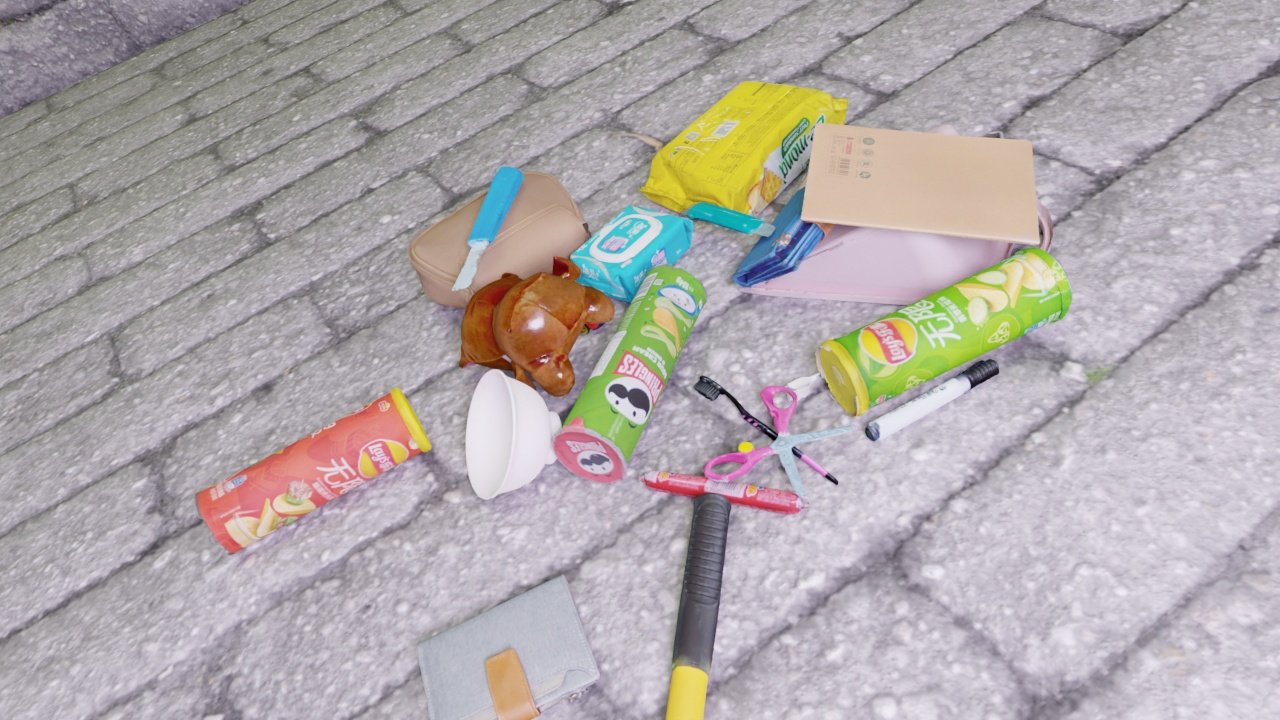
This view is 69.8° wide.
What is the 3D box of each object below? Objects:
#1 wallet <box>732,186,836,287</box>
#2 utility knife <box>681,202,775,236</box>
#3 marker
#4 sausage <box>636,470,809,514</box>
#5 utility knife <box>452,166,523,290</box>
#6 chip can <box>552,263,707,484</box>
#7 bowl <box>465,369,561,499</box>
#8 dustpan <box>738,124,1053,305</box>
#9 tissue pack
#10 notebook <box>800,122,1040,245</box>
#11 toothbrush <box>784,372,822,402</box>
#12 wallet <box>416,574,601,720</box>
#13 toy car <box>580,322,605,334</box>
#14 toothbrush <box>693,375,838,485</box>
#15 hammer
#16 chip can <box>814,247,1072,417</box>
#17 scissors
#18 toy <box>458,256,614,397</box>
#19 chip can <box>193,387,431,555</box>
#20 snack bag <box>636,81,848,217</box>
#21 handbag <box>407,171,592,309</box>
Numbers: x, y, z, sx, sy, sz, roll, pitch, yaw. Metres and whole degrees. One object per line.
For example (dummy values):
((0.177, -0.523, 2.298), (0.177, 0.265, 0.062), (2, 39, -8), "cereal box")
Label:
((0.158, -0.133, 0.929), (0.132, 0.040, 0.106), (-52, 14, -19), "wallet")
((0.094, -0.150, 0.983), (0.029, 0.013, 0.176), (-37, 29, -10), "utility knife")
((0.250, 0.034, 0.789), (0.130, 0.018, 0.022), (-27, 15, -8), "marker")
((0.067, 0.110, 0.776), (0.156, 0.020, 0.020), (6, 47, 27), "sausage")
((-0.170, -0.148, 1.013), (0.034, 0.018, 0.217), (4, 46, 9), "utility knife")
((-0.005, 0.005, 0.881), (0.072, 0.072, 0.235), (4, 46, 26), "chip can")
((-0.111, 0.069, 0.847), (0.064, 0.118, 0.118), (5, 30, -30), "bowl")
((0.270, -0.126, 0.964), (0.274, 0.139, 0.221), (-16, 33, 51), "dustpan")
((-0.009, -0.125, 1.044), (0.093, 0.050, 0.133), (20, 54, 38), "tissue pack")
((0.262, -0.170, 0.863), (0.208, 0.008, 0.147), (8, 51, 10), "notebook")
((0.213, -0.006, 0.851), (0.180, 0.016, 0.016), (-26, 43, -10), "toothbrush")
((-0.103, 0.230, 0.699), (0.129, 0.037, 0.106), (-24, 40, -5), "wallet")
((-0.084, -0.053, 1.010), (0.106, 0.031, 0.049), (0, 45, 19), "toy car")
((0.107, 0.061, 0.819), (0.017, 0.014, 0.189), (-42, 44, -9), "toothbrush")
((0.035, 0.222, 0.656), (0.129, 0.033, 0.299), (-4, 43, 17), "hammer")
((0.268, -0.027, 0.806), (0.221, 0.073, 0.072), (-25, 41, -5), "chip can")
((0.117, 0.069, 0.783), (0.133, 0.017, 0.133), (-15, 39, 8), "scissors")
((-0.112, -0.033, 0.919), (0.200, 0.130, 0.140), (5, 60, 51), "toy")
((-0.316, 0.106, 0.897), (0.216, 0.073, 0.073), (-28, 41, -8), "chip can")
((0.124, -0.263, 1.130), (0.158, 0.068, 0.245), (22, 57, 39), "snack bag")
((-0.161, -0.131, 1.081), (0.204, 0.100, 0.148), (-36, 51, -18), "handbag")
